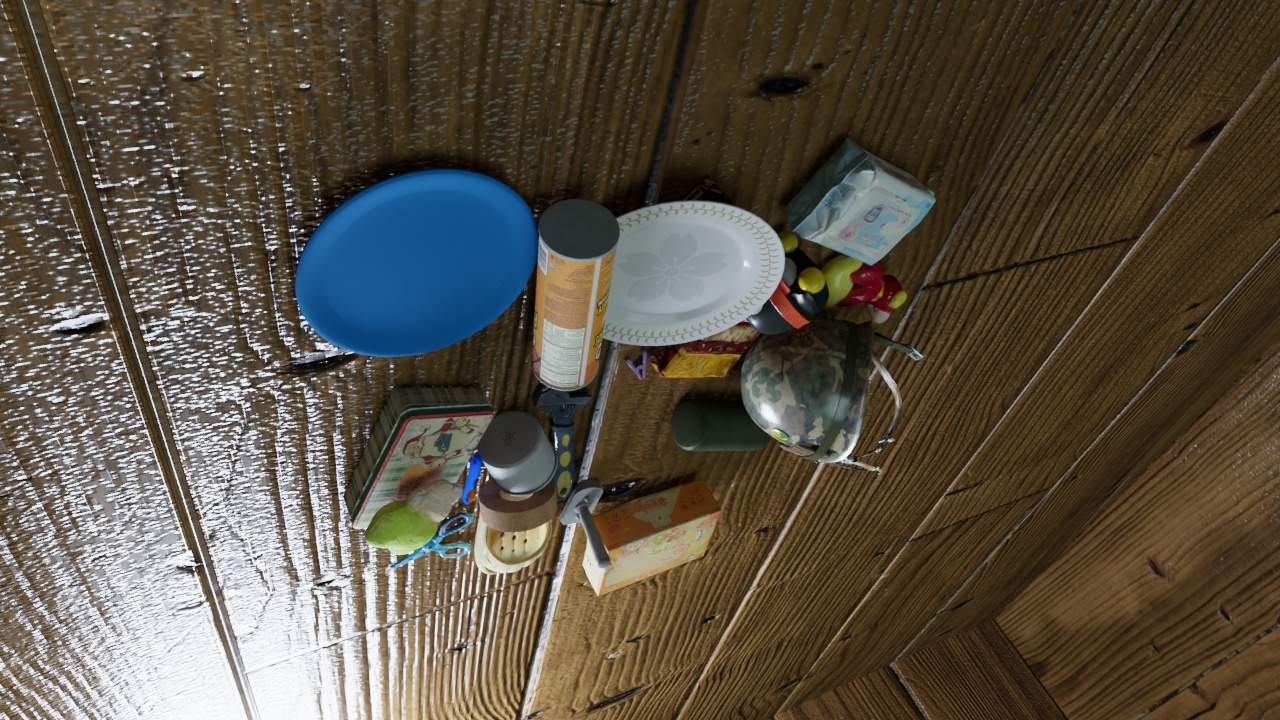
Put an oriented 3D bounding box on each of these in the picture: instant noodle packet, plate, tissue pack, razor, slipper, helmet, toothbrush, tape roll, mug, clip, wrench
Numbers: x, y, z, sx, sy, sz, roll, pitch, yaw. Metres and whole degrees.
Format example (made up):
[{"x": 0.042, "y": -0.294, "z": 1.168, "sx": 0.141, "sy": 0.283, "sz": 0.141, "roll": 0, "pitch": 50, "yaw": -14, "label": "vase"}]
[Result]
[{"x": 0.083, "y": -0.020, "z": 1.141, "sx": 0.135, "sy": 0.039, "sz": 0.099, "roll": 0, "pitch": 133, "yaw": -43, "label": "instant noodle packet"}, {"x": 0.033, "y": -0.091, "z": 0.984, "sx": 0.242, "sy": 0.016, "sz": 0.243, "roll": -6, "pitch": 147, "yaw": -4, "label": "plate"}, {"x": 0.255, "y": -0.173, "z": 1.046, "sx": 0.181, "sy": 0.070, "sz": 0.112, "roll": 11, "pitch": 128, "yaw": -46, "label": "tissue pack"}, {"x": -0.069, "y": 0.241, "z": 1.296, "sx": 0.047, "sy": 0.116, "sz": 0.088, "roll": -2, "pitch": 137, "yaw": -29, "label": "razor"}, {"x": -0.162, "y": 0.234, "z": 1.253, "sx": 0.111, "sy": 0.079, "sz": 0.262, "roll": -18, "pitch": 144, "yaw": -25, "label": "slipper"}, {"x": 0.247, "y": 0.038, "z": 1.198, "sx": 0.236, "sy": 0.192, "sz": 0.225, "roll": 10, "pitch": 158, "yaw": 5, "label": "helmet"}, {"x": -0.203, "y": 0.144, "z": 1.115, "sx": 0.018, "sy": 0.016, "sz": 0.183, "roll": -23, "pitch": 164, "yaw": -24, "label": "toothbrush"}, {"x": -0.149, "y": 0.170, "z": 1.118, "sx": 0.093, "sy": 0.094, "sz": 0.027, "roll": -14, "pitch": 117, "yaw": -23, "label": "tape roll"}, {"x": -0.161, "y": 0.110, "z": 1.098, "sx": 0.113, "sy": 0.084, "sz": 0.070, "roll": 0, "pitch": 146, "yaw": 12, "label": "mug"}, {"x": 0.000, "y": 0.002, "z": 1.132, "sx": 0.046, "sy": 0.014, "sz": 0.050, "roll": -44, "pitch": 142, "yaw": 15, "label": "clip"}, {"x": -0.202, "y": -0.089, "z": 0.842, "sx": 0.224, "sy": 0.024, "sz": 0.225, "roll": -20, "pitch": 145, "yaw": -15, "label": "plate"}, {"x": -0.101, "y": 0.102, "z": 1.176, "sx": 0.073, "sy": 0.022, "sz": 0.274, "roll": -17, "pitch": 144, "yaw": -19, "label": "wrench"}]

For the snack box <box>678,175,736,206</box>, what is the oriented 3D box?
[{"x": 0.092, "y": -0.142, "z": 0.995, "sx": 0.051, "sy": 0.031, "sz": 0.140, "roll": -40, "pitch": 146, "yaw": 13, "label": "snack box"}]

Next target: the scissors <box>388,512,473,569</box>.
[{"x": -0.274, "y": 0.242, "z": 1.237, "sx": 0.133, "sy": 0.012, "sz": 0.135, "roll": 9, "pitch": 131, "yaw": -42, "label": "scissors"}]

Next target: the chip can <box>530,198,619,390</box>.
[{"x": -0.069, "y": -0.059, "z": 0.923, "sx": 0.075, "sy": 0.075, "sz": 0.216, "roll": -17, "pitch": 149, "yaw": -20, "label": "chip can"}]

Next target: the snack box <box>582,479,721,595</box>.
[{"x": 0.012, "y": 0.269, "z": 1.429, "sx": 0.195, "sy": 0.080, "sz": 0.145, "roll": -16, "pitch": 144, "yaw": -22, "label": "snack box"}]

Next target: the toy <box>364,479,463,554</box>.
[{"x": -0.255, "y": 0.177, "z": 1.049, "sx": 0.115, "sy": 0.046, "sz": 0.092, "roll": -41, "pitch": 149, "yaw": 2, "label": "toy"}]

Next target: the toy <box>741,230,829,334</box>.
[{"x": 0.160, "y": -0.077, "z": 1.079, "sx": 0.119, "sy": 0.097, "sz": 0.099, "roll": -38, "pitch": 150, "yaw": 15, "label": "toy"}]

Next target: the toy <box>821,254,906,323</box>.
[{"x": 0.285, "y": -0.101, "z": 1.182, "sx": 0.137, "sy": 0.067, "sz": 0.106, "roll": 13, "pitch": 126, "yaw": -31, "label": "toy"}]

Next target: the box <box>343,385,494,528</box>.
[{"x": -0.254, "y": 0.112, "z": 1.047, "sx": 0.117, "sy": 0.050, "sz": 0.206, "roll": 3, "pitch": 135, "yaw": -39, "label": "box"}]

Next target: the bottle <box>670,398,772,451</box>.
[{"x": 0.138, "y": 0.093, "z": 1.304, "sx": 0.206, "sy": 0.071, "sz": 0.072, "roll": 5, "pitch": 133, "yaw": -42, "label": "bottle"}]
